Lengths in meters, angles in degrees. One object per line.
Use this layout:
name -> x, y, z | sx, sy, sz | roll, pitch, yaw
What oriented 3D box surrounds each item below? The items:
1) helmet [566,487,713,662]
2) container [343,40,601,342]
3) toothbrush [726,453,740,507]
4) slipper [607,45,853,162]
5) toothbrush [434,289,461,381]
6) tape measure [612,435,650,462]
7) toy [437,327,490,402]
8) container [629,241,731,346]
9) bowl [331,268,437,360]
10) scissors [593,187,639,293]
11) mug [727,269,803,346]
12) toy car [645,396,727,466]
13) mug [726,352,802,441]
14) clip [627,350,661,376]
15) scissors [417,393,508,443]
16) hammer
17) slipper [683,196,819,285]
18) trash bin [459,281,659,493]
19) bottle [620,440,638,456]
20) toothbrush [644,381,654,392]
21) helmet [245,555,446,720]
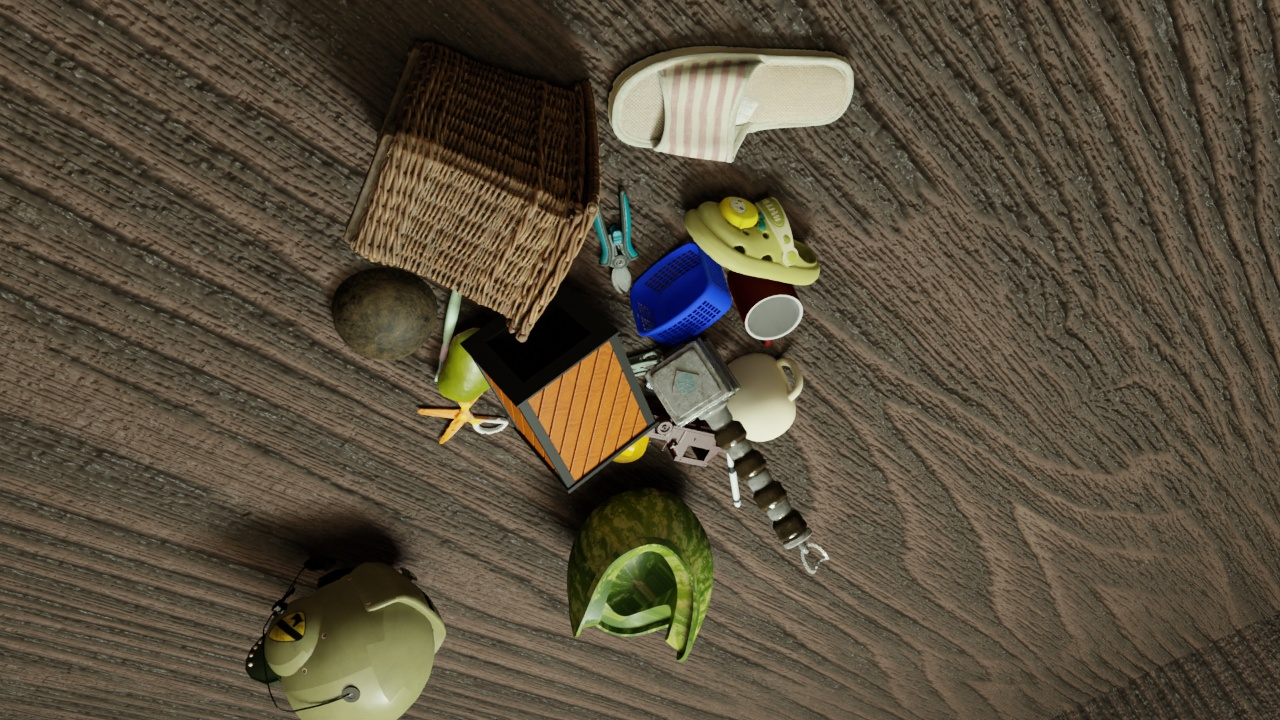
helmet -> -0.001, 0.310, 1.370 | 0.213, 0.247, 0.243 | 13, 89, -6
container -> -0.153, -0.173, 0.851 | 0.183, 0.249, 0.163 | 20, 126, -21
toothbrush -> 0.146, 0.173, 1.433 | 0.017, 0.012, 0.187 | -17, 136, -3
slipper -> 0.099, -0.265, 0.954 | 0.263, 0.052, 0.115 | -8, 134, -8
toothbrush -> -0.235, -0.031, 1.122 | 0.022, 0.015, 0.155 | -27, 150, -41
tape measure -> -0.022, 0.118, 1.319 | 0.068, 0.030, 0.059 | 8, 131, -14
toy -> -0.209, 0.009, 1.137 | 0.110, 0.051, 0.090 | -47, 140, 14
container -> 0.051, -0.075, 1.100 | 0.114, 0.096, 0.058 | -35, 138, 27
bowl -> -0.296, -0.042, 1.065 | 0.121, 0.056, 0.121 | -8, 136, -8
scissors -> -0.024, -0.140, 1.069 | 0.133, 0.019, 0.146 | 27, 122, -34
mug -> 0.154, -0.068, 1.143 | 0.073, 0.082, 0.106 | -10, 136, -5
toy car -> 0.065, 0.103, 1.298 | 0.169, 0.070, 0.062 | 14, 117, -27
mug -> 0.171, 0.051, 1.254 | 0.120, 0.099, 0.096 | -36, 132, 20
clip -> -0.007, 0.008, 1.219 | 0.076, 0.023, 0.044 | -14, 138, 1
scissors -> -0.233, 0.074, 1.231 | 0.131, 0.011, 0.126 | 23, 123, -33
hammer -> 0.130, 0.121, 1.133 | 0.079, 0.326, 0.176 | -34, 175, 9
slipper -> 0.143, -0.144, 1.063 | 0.190, 0.091, 0.082 | 14, 127, -31
trash bin -> -0.094, 0.029, 1.099 | 0.139, 0.140, 0.172 | -37, 137, -13
bottle -> -0.075, 0.089, 1.253 | 0.143, 0.043, 0.043 | 20, 127, -13
toothbrush -> 0.077, 0.052, 1.291 | 0.167, 0.014, 0.014 | 14, 118, -29
helmet -> -0.406, 0.404, 1.323 | 0.233, 0.255, 0.250 | -18, 137, 8
